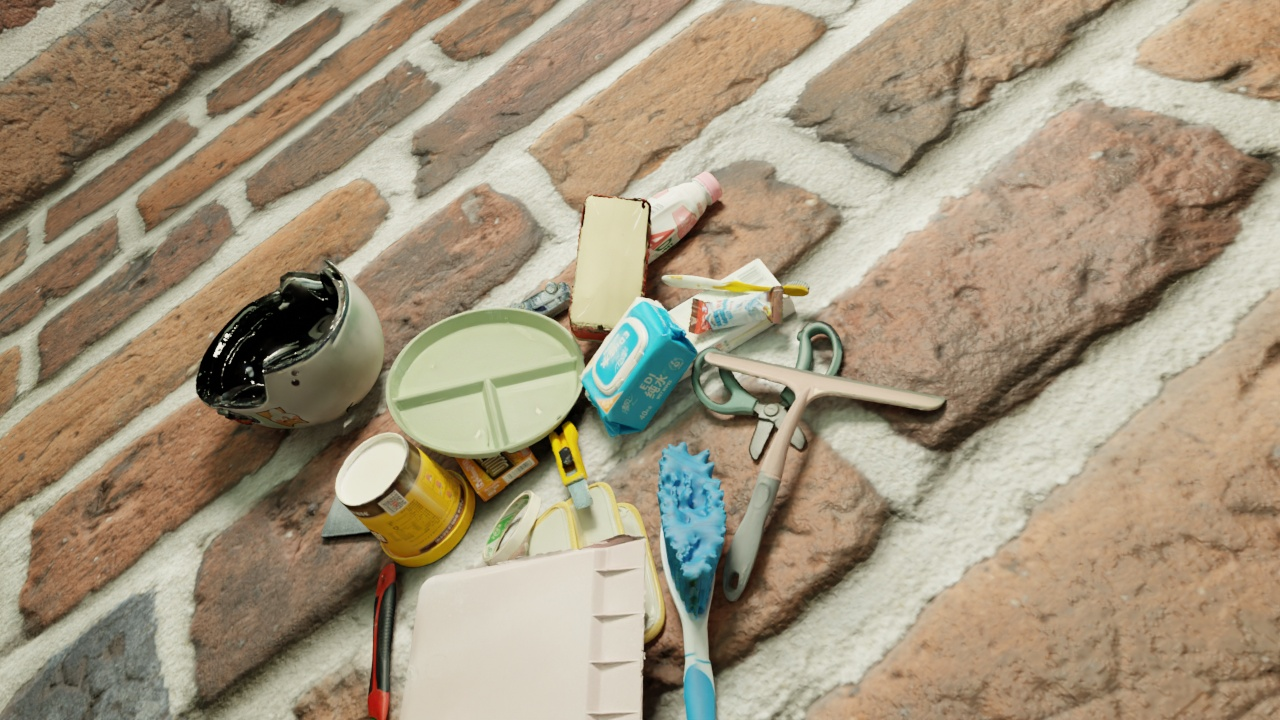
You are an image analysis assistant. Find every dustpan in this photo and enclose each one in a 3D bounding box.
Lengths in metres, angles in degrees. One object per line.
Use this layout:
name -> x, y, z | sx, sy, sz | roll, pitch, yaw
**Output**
dustpan -> -0.106, 0.284, 0.809 | 0.274, 0.139, 0.222 | -3, 56, 12

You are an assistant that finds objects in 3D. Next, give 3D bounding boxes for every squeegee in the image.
squeegee -> 0.125, 0.104, 0.853 | 0.248, 0.040, 0.249 | 12, 63, 29

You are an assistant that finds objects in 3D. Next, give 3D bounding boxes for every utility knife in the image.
utility knife -> -0.072, 0.104, 0.953 | 0.033, 0.015, 0.208 | -36, 22, 1

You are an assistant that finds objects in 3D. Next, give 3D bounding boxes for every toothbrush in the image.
toothbrush -> 0.103, -0.087, 1.030 | 0.192, 0.016, 0.018 | 8, 45, 36

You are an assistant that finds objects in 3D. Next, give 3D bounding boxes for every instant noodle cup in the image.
instant noodle cup -> -0.261, 0.148, 1.008 | 0.119, 0.114, 0.118 | -17, 45, 18

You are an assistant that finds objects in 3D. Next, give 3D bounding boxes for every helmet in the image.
helmet -> -0.448, 0.000, 1.232 | 0.275, 0.157, 0.229 | -17, 45, 33

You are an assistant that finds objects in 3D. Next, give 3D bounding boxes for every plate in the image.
plate -> -0.178, 0.024, 1.067 | 0.230, 0.028, 0.229 | -1, 46, 1

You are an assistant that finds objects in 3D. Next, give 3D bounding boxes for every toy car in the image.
toy car -> -0.129, -0.069, 1.182 | 0.090, 0.043, 0.034 | -28, 76, 0

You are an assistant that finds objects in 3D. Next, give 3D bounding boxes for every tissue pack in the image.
tissue pack -> -0.006, 0.006, 0.992 | 0.140, 0.063, 0.090 | -54, 39, 16

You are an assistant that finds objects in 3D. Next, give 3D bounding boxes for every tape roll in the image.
tape roll -> -0.133, 0.174, 0.948 | 0.086, 0.014, 0.085 | -48, 16, 18

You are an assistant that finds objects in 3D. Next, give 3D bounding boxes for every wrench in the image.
wrench -> -0.258, 0.317, 0.913 | 0.056, 0.016, 0.273 | -48, 33, 25

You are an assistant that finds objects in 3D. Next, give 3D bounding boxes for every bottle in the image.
bottle -> 0.016, -0.169, 1.167 | 0.196, 0.068, 0.068 | -37, 42, -9

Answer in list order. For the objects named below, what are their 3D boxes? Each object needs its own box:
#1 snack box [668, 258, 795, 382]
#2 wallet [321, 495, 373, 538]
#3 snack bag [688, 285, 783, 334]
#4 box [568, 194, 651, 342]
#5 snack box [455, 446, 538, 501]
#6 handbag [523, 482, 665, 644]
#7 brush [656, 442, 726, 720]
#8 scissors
snack box -> 0.088, -0.047, 1.035 | 0.157, 0.027, 0.084 | -32, 42, 3
wallet -> -0.332, 0.160, 1.115 | 0.097, 0.019, 0.120 | -11, 48, 27
snack bag -> 0.103, -0.054, 0.993 | 0.104, 0.026, 0.048 | -7, 63, 26
box -> -0.036, -0.109, 1.075 | 0.091, 0.076, 0.168 | 5, 74, 2
snack box -> -0.186, 0.085, 1.062 | 0.075, 0.026, 0.153 | -35, 54, -7
handbag -> -0.077, 0.215, 0.876 | 0.179, 0.063, 0.163 | -30, 40, 10
brush -> 0.048, 0.215, 0.784 | 0.060, 0.110, 0.313 | -1, 39, -3
scissors -> 0.141, 0.016, 0.945 | 0.181, 0.019, 0.170 | -37, 48, -5
